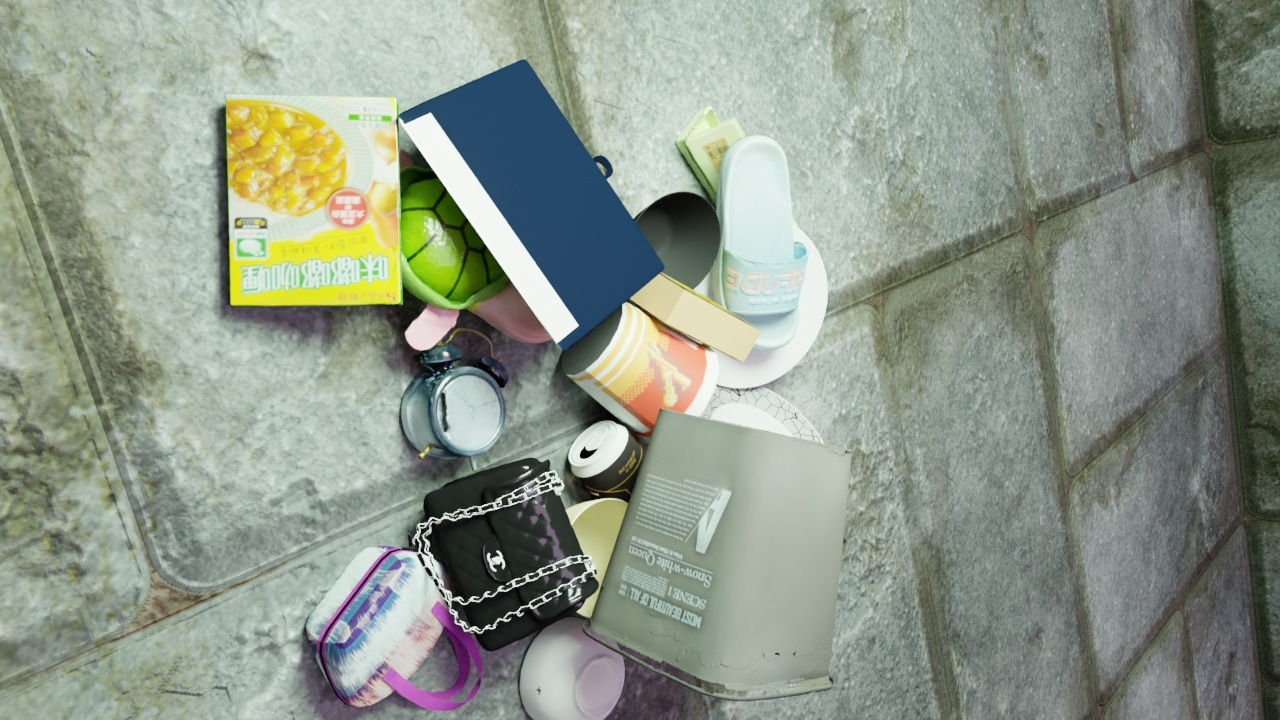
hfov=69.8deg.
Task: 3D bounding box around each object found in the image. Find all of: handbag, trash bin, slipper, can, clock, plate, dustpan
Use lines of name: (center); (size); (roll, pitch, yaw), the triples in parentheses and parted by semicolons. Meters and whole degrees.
handbag: (-0.202, 0.251, 0.817); (0.144, 0.068, 0.170); (-55, 130, -28)
trash bin: (0.086, 0.171, 0.861); (0.197, 0.198, 0.220); (14, 87, -45)
handbag: (-0.114, 0.168, 0.812); (0.125, 0.114, 0.153); (-22, 86, 4)
slipper: (0.137, -0.126, 1.028); (0.104, 0.074, 0.245); (-11, 108, -18)
can: (-0.014, 0.129, 0.970); (0.128, 0.072, 0.071); (52, 58, -28)
clock: (-0.168, 0.034, 0.849); (0.090, 0.052, 0.129); (19, 73, -40)
plate: (0.130, -0.069, 1.093); (0.208, 0.015, 0.209); (-6, 108, -20)
plate: (0.141, 0.097, 1.078); (0.188, 0.016, 0.188); (20, 39, -17)
dustpan: (-0.084, -0.156, 0.873); (0.236, 0.080, 0.272); (55, 46, -9)

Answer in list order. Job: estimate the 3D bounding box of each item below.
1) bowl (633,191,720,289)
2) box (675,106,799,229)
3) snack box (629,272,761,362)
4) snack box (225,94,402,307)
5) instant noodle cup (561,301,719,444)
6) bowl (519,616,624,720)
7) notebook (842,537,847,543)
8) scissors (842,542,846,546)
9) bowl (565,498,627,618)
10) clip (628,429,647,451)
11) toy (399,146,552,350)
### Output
bowl: (0.022, -0.131, 1.005); (0.123, 0.052, 0.124); (-16, 123, -28)
box: (0.124, -0.216, 1.104); (0.188, 0.092, 0.083); (54, 34, -31)
snack box: (0.054, -0.052, 0.974); (0.125, 0.088, 0.040); (24, 99, -41)
snack box: (-0.261, -0.128, 0.739); (0.132, 0.027, 0.168); (-1, 91, -10)
instant noodle cup: (-0.006, 0.006, 0.952); (0.121, 0.124, 0.123); (35, 67, -28)
bowl: (-0.060, 0.324, 0.935); (0.113, 0.063, 0.113); (-1, 91, -42)
notebook: (0.124, 0.144, 1.042); (0.148, 0.016, 0.206); (-10, 54, -41)
scissors: (0.179, 0.266, 1.101); (0.224, 0.226, 0.016); (-27, 73, -26)
bowl: (-0.058, 0.195, 0.929); (0.117, 0.074, 0.118); (0, 90, -42)
clip: (0.002, 0.101, 1.021); (0.024, 0.045, 0.062); (-46, 137, -31)
toy: (-0.161, -0.097, 0.830); (0.238, 0.088, 0.189); (44, 46, -22)
